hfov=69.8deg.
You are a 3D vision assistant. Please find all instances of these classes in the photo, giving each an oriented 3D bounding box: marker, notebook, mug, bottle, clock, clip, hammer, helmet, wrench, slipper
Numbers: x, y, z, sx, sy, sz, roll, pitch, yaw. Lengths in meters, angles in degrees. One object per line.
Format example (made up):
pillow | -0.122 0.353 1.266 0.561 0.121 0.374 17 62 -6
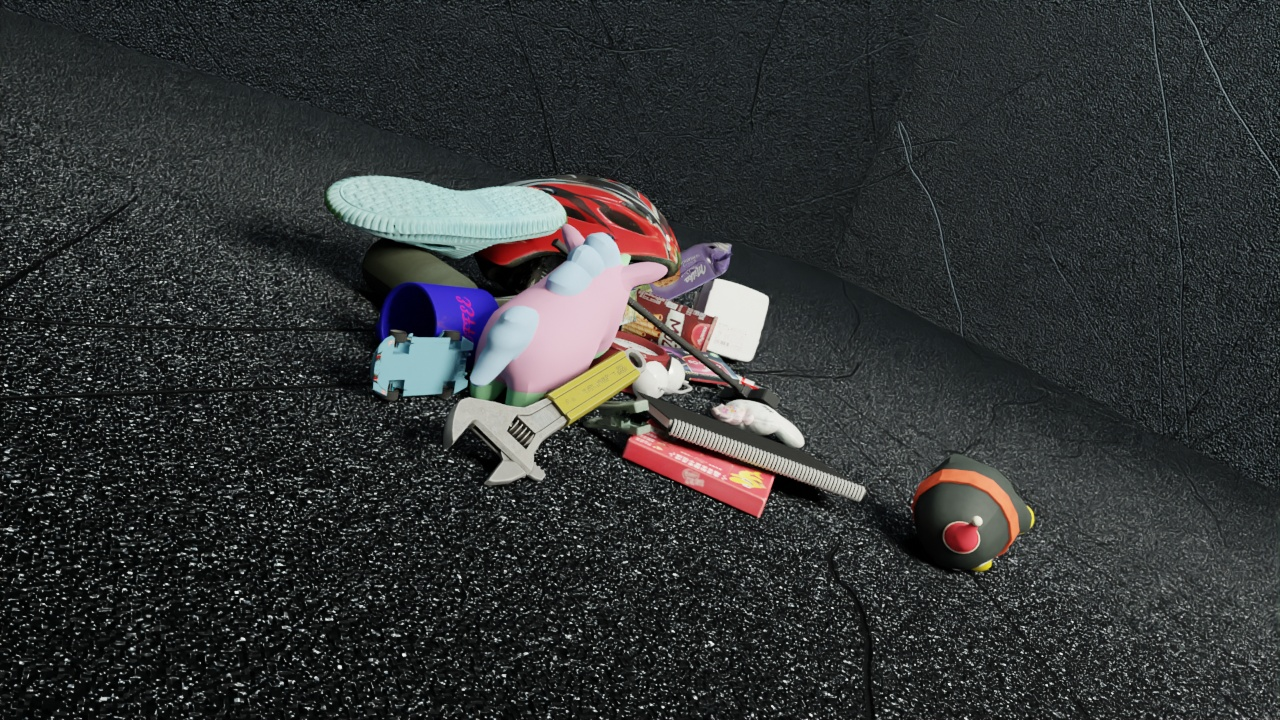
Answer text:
marker | 0.114 0.024 1.216 0.145 0.019 0.019 22 14 6
notebook | 0.103 0.083 0.911 0.206 0.016 0.149 21 3 -15
mug | -0.199 -0.030 0.868 0.111 0.079 0.083 -4 -3 35
bottle | -0.218 -0.068 0.976 0.071 0.071 0.207 5 21 -48
clock | -0.006 0.006 1.048 0.138 0.048 0.096 24 14 19
clip | -0.024 0.050 0.843 0.076 0.047 0.023 0 7 43
hammer | 0.022 -0.037 1.032 0.325 0.015 0.095 37 -16 -28
helmet | -0.081 -0.155 1.204 0.272 0.167 0.217 2 -8 -2
wrench | -0.065 0.034 0.770 0.083 0.018 0.272 53 33 2
slipper | -0.209 -0.153 1.022 0.275 0.070 0.116 -6 37 -35

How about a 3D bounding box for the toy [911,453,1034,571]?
toy | 0.301 0.150 0.858 0.098 0.100 0.118 -21 13 40

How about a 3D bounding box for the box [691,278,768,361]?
box | 0.117 -0.060 1.394 0.103 0.110 0.130 17 -5 -14

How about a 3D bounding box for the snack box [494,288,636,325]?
snack box | -0.094 -0.058 1.070 0.144 0.042 0.144 -1 6 20

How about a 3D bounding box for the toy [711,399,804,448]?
toy | 0.128 0.065 1.033 0.125 0.037 0.076 19 4 -39

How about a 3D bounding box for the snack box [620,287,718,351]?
snack box | 0.040 -0.048 1.279 0.121 0.072 0.072 21 14 4

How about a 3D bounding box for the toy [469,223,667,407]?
toy | -0.077 -0.038 0.850 0.120 0.171 0.221 26 14 19

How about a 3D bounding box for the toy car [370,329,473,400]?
toy car | -0.190 0.002 0.775 0.027 0.060 0.107 16 9 32

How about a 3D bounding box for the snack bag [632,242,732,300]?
snack bag | 0.041 -0.121 1.350 0.058 0.206 0.096 64 12 -4

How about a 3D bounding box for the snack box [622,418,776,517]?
snack box | 0.056 0.096 0.846 0.133 0.021 0.089 23 14 10

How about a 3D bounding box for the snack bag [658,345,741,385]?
snack bag | 0.046 0.004 1.164 0.155 0.018 0.074 8 24 -26
